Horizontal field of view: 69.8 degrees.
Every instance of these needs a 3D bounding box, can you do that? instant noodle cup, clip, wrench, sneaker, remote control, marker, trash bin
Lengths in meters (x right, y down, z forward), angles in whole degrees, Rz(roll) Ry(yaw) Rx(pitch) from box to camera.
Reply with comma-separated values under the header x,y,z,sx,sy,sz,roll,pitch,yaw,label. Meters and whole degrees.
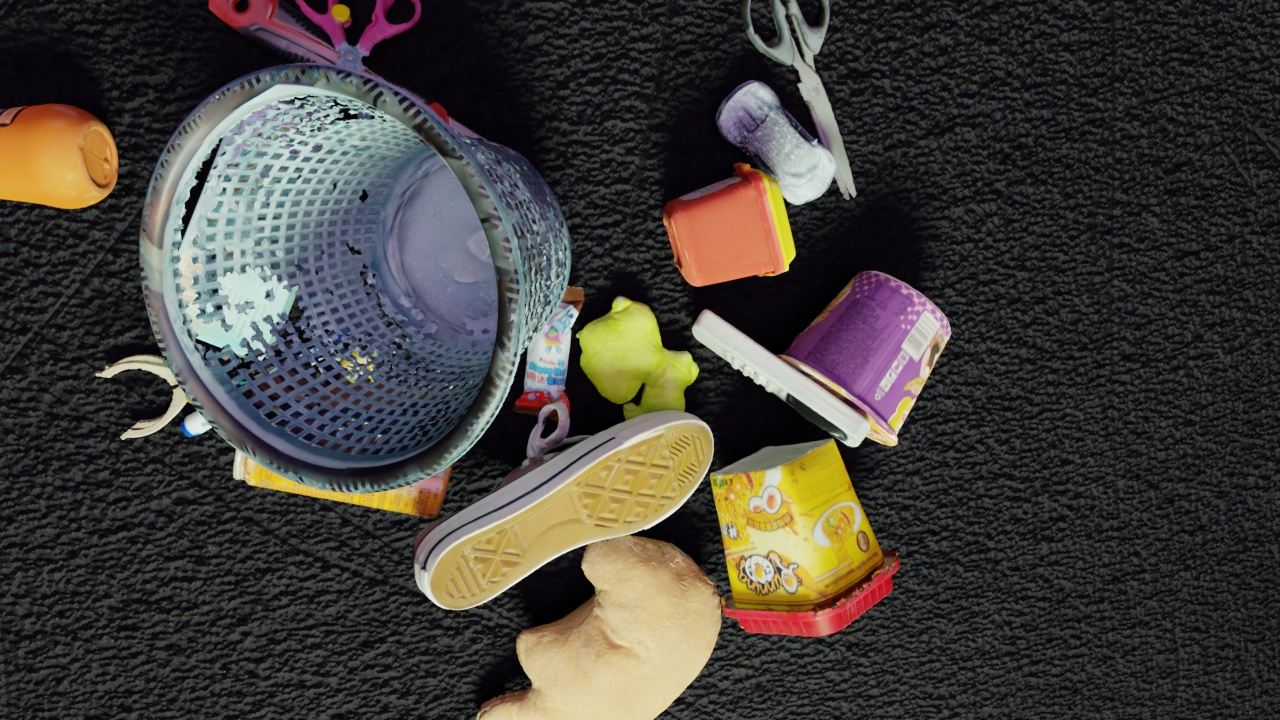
x,y,z,sx,sy,sz,roll,pitch,yaw,label
0.173,-0.007,0.699,0.111,0.112,0.099,38,84,-15,instant noodle cup
-0.334,0.008,0.647,0.102,0.035,0.095,-42,106,-4,clip
0.118,0.132,0.704,0.115,0.116,0.123,-18,92,-41,instant noodle cup
-0.173,-0.177,0.646,0.273,0.016,0.056,35,93,-15,wrench
-0.061,0.093,0.679,0.240,0.088,0.118,-25,125,-20,sneaker
0.102,0.015,0.683,0.150,0.058,0.021,36,86,11,remote control
-0.268,0.013,0.667,0.146,0.017,0.017,-32,105,-2,marker
-0.143,-0.058,0.565,0.227,0.194,0.227,4,104,14,trash bin

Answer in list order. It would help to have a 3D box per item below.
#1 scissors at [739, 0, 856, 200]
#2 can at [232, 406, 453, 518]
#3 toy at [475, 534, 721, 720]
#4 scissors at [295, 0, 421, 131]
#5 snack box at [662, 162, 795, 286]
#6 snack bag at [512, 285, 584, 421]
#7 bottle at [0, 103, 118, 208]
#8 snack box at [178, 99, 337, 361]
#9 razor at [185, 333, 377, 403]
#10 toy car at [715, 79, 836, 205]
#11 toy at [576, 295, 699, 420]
x,y,z,sx,sy,sz,roll,pitch,yaw,label
0.121,-0.202,0.695,0.133,0.014,0.175,7,103,-12,scissors
-0.212,0.074,0.668,0.146,0.058,0.058,13,99,-12,can
-0.032,0.241,0.727,0.143,0.082,0.226,37,97,-11,toy
-0.185,-0.207,0.616,0.108,0.017,0.135,-13,79,-20,scissors
0.061,-0.096,0.666,0.080,0.091,0.082,-16,104,1,snack box
-0.069,-0.006,0.692,0.045,0.026,0.105,8,100,7,snack bag
-0.424,-0.132,0.592,0.149,0.066,0.067,0,101,-2,bottle
-0.261,-0.092,0.629,0.074,0.051,0.175,23,97,-15,snack box
-0.251,0.015,0.649,0.132,0.028,0.043,-12,133,-16,razor
0.103,-0.160,0.685,0.105,0.031,0.049,41,104,-16,toy car
-0.004,0.004,0.704,0.100,0.031,0.097,17,100,-13,toy
